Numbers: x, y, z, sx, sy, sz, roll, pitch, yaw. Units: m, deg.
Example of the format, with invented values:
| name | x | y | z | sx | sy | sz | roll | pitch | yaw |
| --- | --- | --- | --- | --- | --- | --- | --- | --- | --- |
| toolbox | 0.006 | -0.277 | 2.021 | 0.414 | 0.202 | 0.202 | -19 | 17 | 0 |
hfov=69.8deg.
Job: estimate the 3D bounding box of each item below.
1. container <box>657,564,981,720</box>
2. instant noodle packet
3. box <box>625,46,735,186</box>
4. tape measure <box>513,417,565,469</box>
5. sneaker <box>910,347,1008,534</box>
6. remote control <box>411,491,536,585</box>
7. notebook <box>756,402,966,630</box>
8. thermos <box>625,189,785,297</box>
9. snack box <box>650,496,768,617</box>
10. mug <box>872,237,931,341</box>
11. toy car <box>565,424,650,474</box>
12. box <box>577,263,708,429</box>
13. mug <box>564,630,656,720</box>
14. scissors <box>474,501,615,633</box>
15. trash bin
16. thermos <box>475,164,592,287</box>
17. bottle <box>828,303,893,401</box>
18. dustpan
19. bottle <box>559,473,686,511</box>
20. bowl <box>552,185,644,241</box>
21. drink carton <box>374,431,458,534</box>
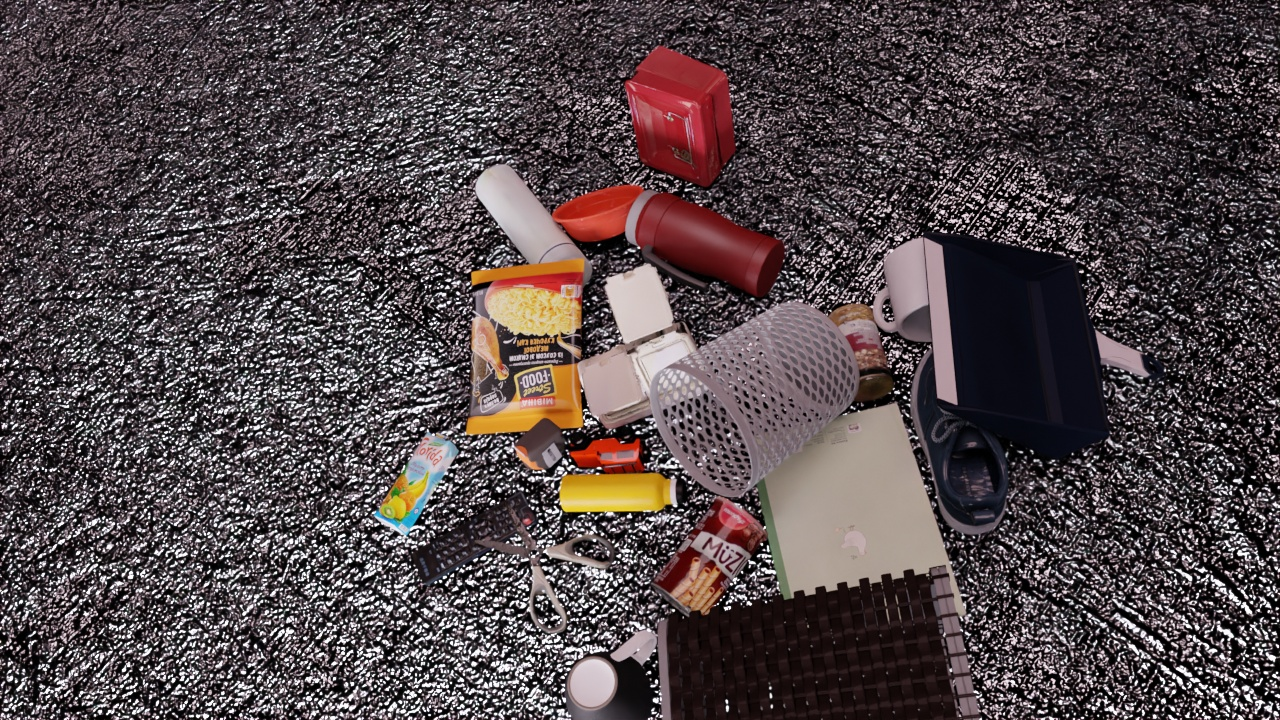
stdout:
| name | x | y | z | sx | sy | sz | roll | pitch | yaw |
| --- | --- | --- | --- | --- | --- | --- | --- | --- | --- |
| container | 0.164 | 0.342 | 0.800 | 0.244 | 0.247 | 0.245 | -10 | 59 | 12 |
| instant noodle packet | -0.148 | -0.018 | 1.178 | 0.160 | 0.032 | 0.220 | -5 | 76 | 18 |
| box | 0.058 | -0.333 | 1.262 | 0.129 | 0.158 | 0.087 | 32 | 66 | 26 |
| tape measure | -0.118 | 0.107 | 1.110 | 0.038 | 0.059 | 0.058 | 36 | 64 | 27 |
| sneaker | 0.348 | 0.073 | 0.996 | 0.089 | 0.087 | 0.235 | -7 | 60 | 10 |
| remote control | -0.196 | 0.213 | 1.092 | 0.150 | 0.022 | 0.047 | -29 | 58 | -6 |
| notebook | 0.229 | 0.176 | 1.013 | 0.182 | 0.010 | 0.252 | -14 | 58 | 6 |
| thermos | 0.076 | -0.145 | 1.192 | 0.199 | 0.084 | 0.107 | 26 | 69 | 23 |
| snack box | 0.075 | 0.216 | 0.992 | 0.072 | 0.072 | 0.121 | 32 | 73 | 27 |
| mug | 0.331 | -0.077 | 1.094 | 0.122 | 0.091 | 0.090 | -29 | 51 | 36 |
| toy car | -0.038 | 0.110 | 1.092 | 0.100 | 0.051 | 0.048 | -7 | 58 | 9 |
| box | -0.006 | 0.006 | 1.049 | 0.143 | 0.187 | 0.105 | -24 | 33 | 5 |
| mug | -0.026 | 0.325 | 0.937 | 0.085 | 0.100 | 0.118 | 30 | 72 | 27 |
| scissors | -0.107 | 0.231 | 1.053 | 0.157 | 0.013 | 0.171 | -13 | 65 | -3 |
| trash bin | 0.130 | 0.035 | 1.013 | 0.182 | 0.157 | 0.156 | -31 | 56 | -28 |
| thermos | -0.152 | -0.184 | 1.281 | 0.068 | 0.068 | 0.230 | -34 | 59 | -7 |
| bottle | 0.259 | -0.010 | 1.084 | 0.056 | 0.056 | 0.105 | -12 | 59 | 7 |
| dustpan | 0.444 | -0.020 | 0.998 | 0.273 | 0.080 | 0.235 | 22 | 54 | -22 |
| bottle | -0.019 | 0.153 | 1.067 | 0.144 | 0.043 | 0.043 | -3 | 60 | 12 |
| bowl | -0.053 | -0.196 | 1.256 | 0.130 | 0.045 | 0.130 | -15 | 24 | 6 |
| drink carton | -0.276 | 0.150 | 1.136 | 0.044 | 0.039 | 0.128 | 20 | 67 | 23 |
